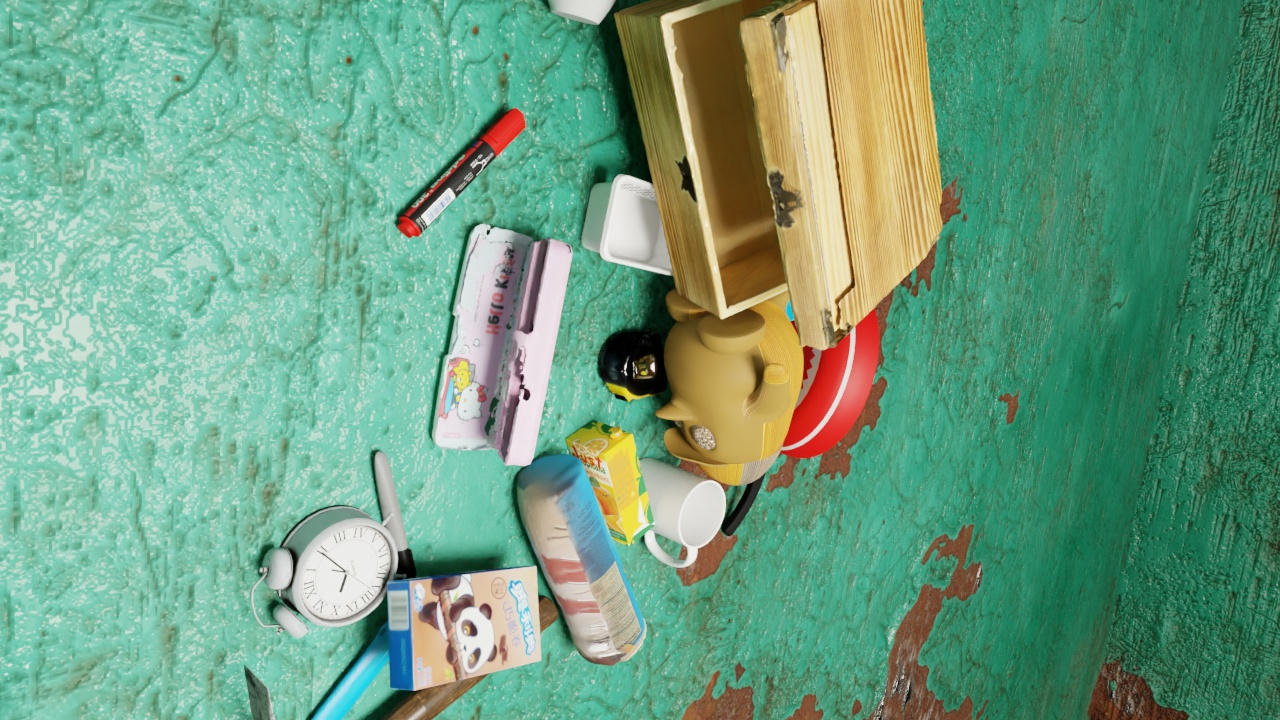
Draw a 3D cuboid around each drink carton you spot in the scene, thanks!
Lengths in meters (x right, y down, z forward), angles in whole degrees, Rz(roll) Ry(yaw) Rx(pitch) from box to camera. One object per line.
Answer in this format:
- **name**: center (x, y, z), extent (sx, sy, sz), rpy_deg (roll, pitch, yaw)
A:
- **drink carton**: center (-0.031, 0.122, 0.934), extent (0.041, 0.058, 0.122), rpy_deg (-33, 123, -35)

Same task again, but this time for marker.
- **marker**: center (-0.211, 0.139, 0.790), extent (0.022, 0.016, 0.139), rpy_deg (-55, 143, -64)
- **marker**: center (-0.147, -0.156, 0.761), extent (0.021, 0.024, 0.144), rpy_deg (40, 68, -4)

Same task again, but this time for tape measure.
- **tape measure**: center (-0.006, 0.005, 0.939), extent (0.072, 0.042, 0.071), rpy_deg (-20, 118, -40)

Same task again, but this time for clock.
- **clock**: center (-0.253, 0.172, 0.739), extent (0.122, 0.035, 0.095), rpy_deg (-24, 117, -41)

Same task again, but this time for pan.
- **pan**: center (0.154, 0.063, 1.048), extent (0.067, 0.208, 0.357), rpy_deg (14, 118, -24)

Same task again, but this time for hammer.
- **hammer**: center (-0.192, 0.274, 0.815), extent (0.299, 0.037, 0.218), rpy_deg (-31, 131, -39)

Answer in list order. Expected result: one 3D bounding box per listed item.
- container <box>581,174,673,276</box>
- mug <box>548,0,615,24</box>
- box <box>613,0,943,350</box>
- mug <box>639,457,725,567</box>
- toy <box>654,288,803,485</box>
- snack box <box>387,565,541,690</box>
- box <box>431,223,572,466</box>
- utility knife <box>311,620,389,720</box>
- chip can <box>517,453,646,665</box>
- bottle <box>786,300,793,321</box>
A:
- **container**: center (0.000, -0.131, 0.898), extent (0.129, 0.050, 0.081), rpy_deg (7, 96, -46)
- **mug**: center (-0.062, -0.340, 0.773), extent (0.107, 0.071, 0.089), rpy_deg (10, 104, -19)
- **box**: center (0.160, -0.198, 0.807), extent (0.256, 0.215, 0.279), rpy_deg (-26, 118, -19)
- **mug**: center (0.033, 0.169, 0.989), extent (0.073, 0.091, 0.110), rpy_deg (-14, 111, -42)
- **toy**: center (0.087, 0.034, 0.936), extent (0.162, 0.198, 0.204), rpy_deg (-15, 121, -19)
- **snack box**: center (-0.150, 0.229, 0.799), extent (0.151, 0.034, 0.087), rpy_deg (9, 73, -52)
- **box**: center (-0.127, -0.015, 0.804), extent (0.095, 0.088, 0.202), rpy_deg (10, 94, -13)
- **utility knife**: center (-0.253, 0.283, 0.787), extent (0.173, 0.015, 0.031), rpy_deg (-52, 129, -21)
- **chip can**: center (-0.060, 0.203, 0.919), extent (0.079, 0.080, 0.230), rpy_deg (-39, 126, -32)
- **bottle**: center (0.135, -0.058, 0.985), extent (0.051, 0.147, 0.051), rpy_deg (13, 69, -40)
